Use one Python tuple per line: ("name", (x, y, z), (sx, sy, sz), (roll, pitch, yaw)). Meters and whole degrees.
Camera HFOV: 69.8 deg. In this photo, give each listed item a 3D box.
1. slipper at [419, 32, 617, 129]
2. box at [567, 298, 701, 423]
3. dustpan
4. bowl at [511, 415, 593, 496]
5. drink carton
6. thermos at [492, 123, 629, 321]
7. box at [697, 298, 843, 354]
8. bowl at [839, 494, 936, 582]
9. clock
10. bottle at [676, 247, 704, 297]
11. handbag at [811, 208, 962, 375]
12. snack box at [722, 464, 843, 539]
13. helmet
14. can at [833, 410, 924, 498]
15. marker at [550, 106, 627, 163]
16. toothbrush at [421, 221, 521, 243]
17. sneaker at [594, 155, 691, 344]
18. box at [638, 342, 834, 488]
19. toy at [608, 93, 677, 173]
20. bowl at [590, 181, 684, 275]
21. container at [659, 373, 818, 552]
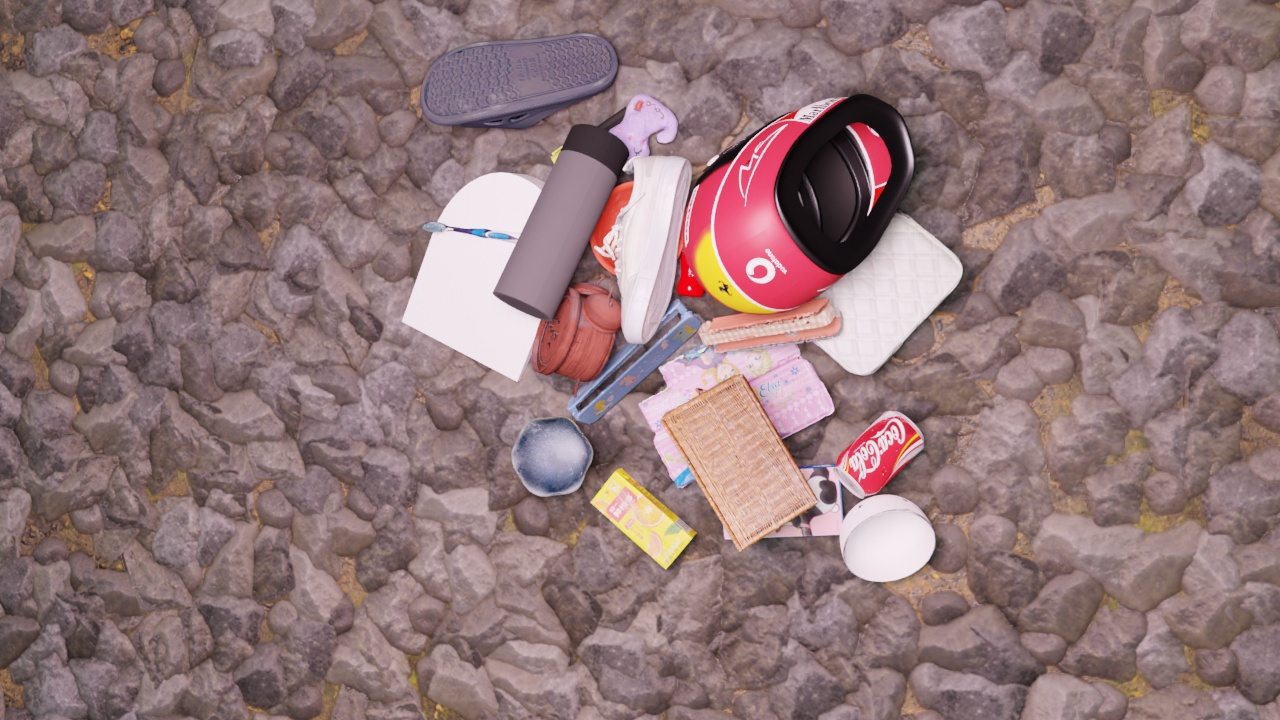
("slipper", (-0.163, -0.372, 1.241), (0.268, 0.083, 0.110), (-14, 78, -6))
("box", (-0.005, 0.010, 1.207), (0.210, 0.068, 0.059), (-44, 97, 8))
("dustpan", (-0.197, -0.131, 1.270), (0.191, 0.053, 0.258), (27, 106, 11))
("bowl", (-0.113, 0.126, 1.231), (0.110, 0.055, 0.110), (0, 90, 12))
("drink carton", (0.003, 0.208, 1.213), (0.134, 0.043, 0.058), (40, 98, 10))
("thermos", (-0.099, -0.175, 1.164), (0.082, 0.082, 0.240), (22, 81, 11))
("box", (0.162, -0.040, 1.144), (0.189, 0.056, 0.064), (-7, 130, 38))
("bowl", (0.298, 0.210, 1.129), (0.113, 0.063, 0.114), (-2, 120, -3))
("clock", (-0.078, -0.043, 1.189), (0.072, 0.120, 0.158), (20, 105, -23))
("bottle", (0.072, -0.144, 1.204), (0.036, 0.036, 0.119), (7, 91, 12))
("handbag", (0.292, -0.083, 1.141), (0.195, 0.072, 0.139), (-47, 72, 8))
("snack box", (0.181, 0.182, 1.180), (0.154, 0.033, 0.088), (-4, 89, 12))
("helmet", (0.166, -0.177, 1.093), (0.197, 0.225, 0.270), (46, 66, -19))
("can", (0.293, 0.116, 1.130), (0.104, 0.064, 0.064), (-41, 82, -8))
("marker", (-0.067, -0.304, 1.244), (0.124, 0.017, 0.021), (-33, 84, 9))
("toothbrush", (-0.205, -0.168, 1.227), (0.189, 0.017, 0.016), (9, 111, 14))
("sneaker", (-0.004, -0.141, 1.151), (0.091, 0.089, 0.242), (10, 85, 16))
("box", (0.115, 0.047, 1.195), (0.230, 0.035, 0.159), (-28, 85, 9))
("toy", (0.001, -0.300, 1.220), (0.080, 0.036, 0.100), (31, 95, -7))
("bowl", (0.001, -0.169, 1.214), (0.131, 0.045, 0.130), (0, 89, 12))
("container", (0.120, 0.118, 1.118), (0.113, 0.113, 0.198), (-31, 86, 5))
